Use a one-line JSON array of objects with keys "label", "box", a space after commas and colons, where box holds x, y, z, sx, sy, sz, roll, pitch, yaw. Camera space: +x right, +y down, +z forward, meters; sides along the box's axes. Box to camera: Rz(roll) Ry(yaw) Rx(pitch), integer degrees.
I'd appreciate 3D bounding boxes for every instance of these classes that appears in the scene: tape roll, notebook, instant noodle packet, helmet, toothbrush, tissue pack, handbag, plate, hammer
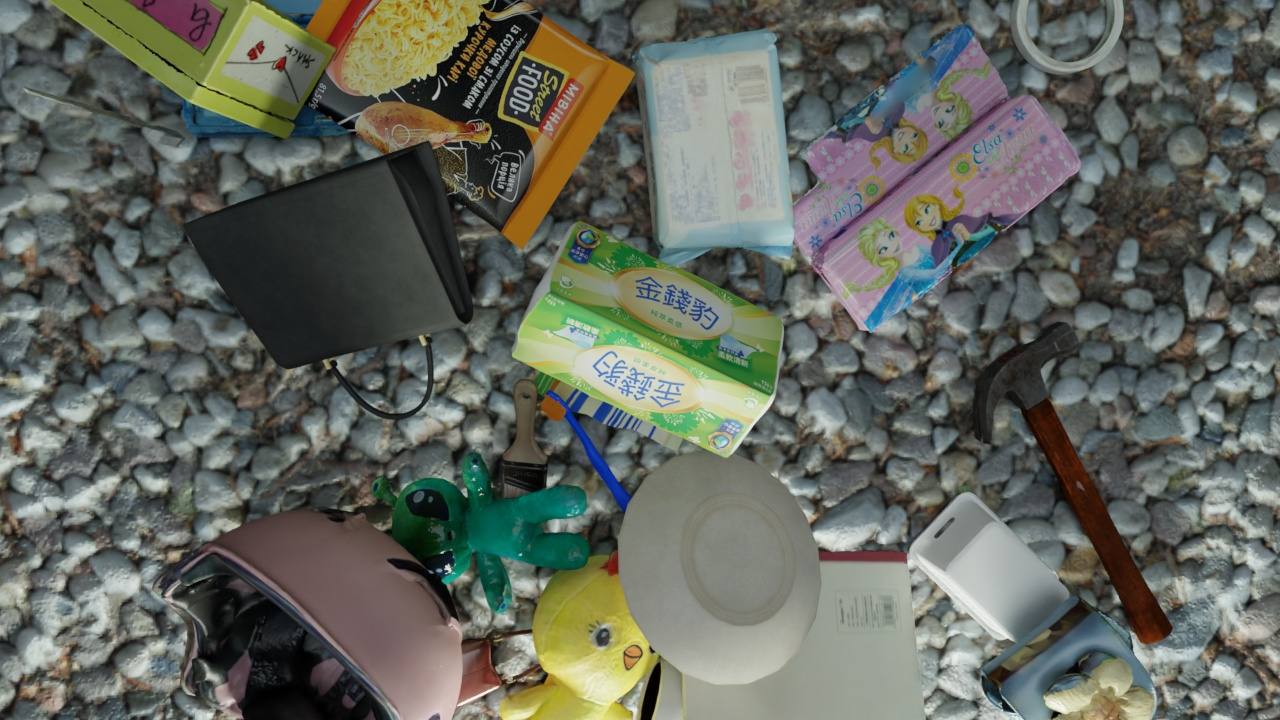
[{"label": "tape roll", "box": [0.357, -0.287, 0.767, 0.093, 0.013, 0.093, 0, 97, -4]}, {"label": "notebook", "box": [0.136, 0.236, 0.773, 0.208, 0.012, 0.153, 3, 70, -10]}, {"label": "instant noodle packet", "box": [-0.139, -0.212, 0.692, 0.221, 0.032, 0.160, 33, 94, -8]}, {"label": "helmet", "box": [-0.224, 0.209, 0.681, 0.230, 0.152, 0.256, 31, 134, 20]}, {"label": "toothbrush", "box": [-0.368, -0.166, 0.636, 0.010, 0.181, 0.010, 42, 94, -3]}, {"label": "tissue pack", "box": [0.059, -0.165, 0.730, 0.112, 0.070, 0.182, -8, 100, -4]}, {"label": "handbag", "box": [0.369, 0.288, 0.761, 0.122, 0.118, 0.192, -38, 127, 1]}, {"label": "tissue pack", "box": [-0.004, 0.004, 0.732, 0.197, 0.120, 0.142, 29, 130, -2]}, {"label": "handbag", "box": [-0.216, -0.043, 0.704, 0.176, 0.072, 0.196, -12, 110, 18]}, {"label": "plate", "box": [0.073, 0.161, 0.742, 0.188, 0.027, 0.188, 9, 67, -22]}, {"label": "handbag", "box": [-0.111, 0.254, 0.789, 0.119, 0.029, 0.055, -16, 96, -8]}, {"label": "hammer", "box": [0.393, 0.123, 0.812, 0.111, 0.028, 0.300, -31, 99, -2]}, {"label": "toothbrush", "box": [-0.030, 0.097, 0.757, 0.018, 0.016, 0.182, -50, 120, -35]}]

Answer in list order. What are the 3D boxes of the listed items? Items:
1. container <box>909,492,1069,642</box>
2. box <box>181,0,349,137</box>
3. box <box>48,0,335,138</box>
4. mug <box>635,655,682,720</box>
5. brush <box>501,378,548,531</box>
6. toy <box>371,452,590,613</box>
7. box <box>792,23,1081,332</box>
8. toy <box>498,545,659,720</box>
[{"label": "container", "box": [0.309, 0.187, 0.801, 0.129, 0.049, 0.081, 43, 92, -8]}, {"label": "box", "box": [-0.236, -0.262, 0.711, 0.231, 0.033, 0.174, -1, 96, -5]}, {"label": "box", "box": [-0.337, -0.252, 0.625, 0.221, 0.124, 0.081, 33, 97, 3]}, {"label": "mug", "box": [0.052, 0.285, 0.786, 0.089, 0.074, 0.105, 17, 69, -7]}, {"label": "brush", "box": [-0.094, 0.082, 0.750, 0.039, 0.012, 0.151, 7, 117, 1]}, {"label": "toy", "box": [-0.131, 0.134, 0.737, 0.193, 0.072, 0.130, -3, 97, 16]}, {"label": "box", "box": [0.232, -0.153, 0.765, 0.230, 0.035, 0.159, -39, 97, -1]}, {"label": "toy", "box": [-0.046, 0.244, 0.746, 0.133, 0.092, 0.207, 28, 76, -43]}]
